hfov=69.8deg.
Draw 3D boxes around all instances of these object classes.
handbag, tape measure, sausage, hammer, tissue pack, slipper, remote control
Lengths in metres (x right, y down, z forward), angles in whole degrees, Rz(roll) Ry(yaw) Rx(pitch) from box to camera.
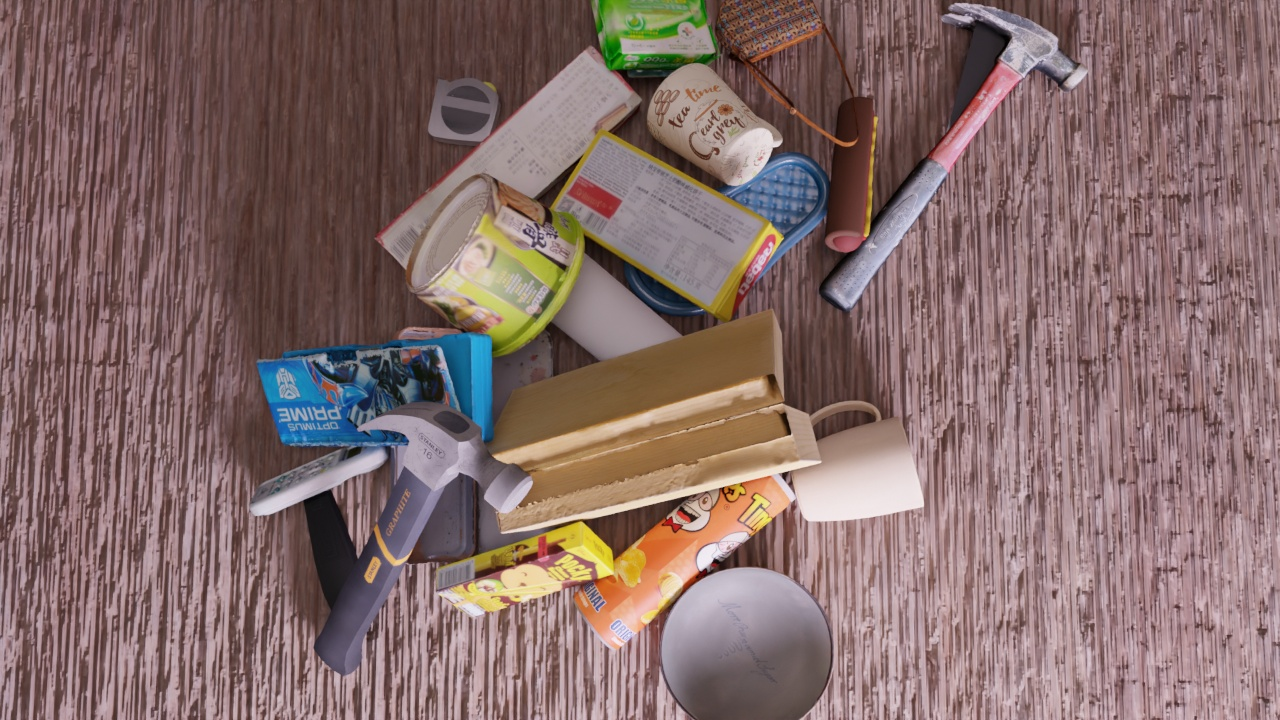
[{"bbox_3d":[0.148,-0.269,0.851,0.093,0.043,0.195,-25,68,-8],"label":"handbag"},{"bbox_3d":[-0.171,-0.242,0.889,0.065,0.017,0.064,10,86,2],"label":"tape measure"},{"bbox_3d":[0.195,-0.171,0.845,0.040,0.040,0.155,9,72,2],"label":"sausage"},{"bbox_3d":[0.271,-0.189,0.865,0.140,0.036,0.326,37,87,3],"label":"hammer"},{"bbox_3d":[0.011,-0.318,0.863,0.113,0.034,0.099,-7,75,-21],"label":"tissue pack"},{"bbox_3d":[-0.207,0.164,0.767,0.139,0.035,0.313,38,121,11],"label":"hammer"},{"bbox_3d":[0.086,-0.117,0.852,0.213,0.059,0.104,-32,87,-3],"label":"slipper"},{"bbox_3d":[-0.288,0.177,0.859,0.039,0.010,0.124,-18,84,0],"label":"remote control"},{"bbox_3d":[-0.294,0.107,0.848,0.133,0.050,0.022,-23,110,0],"label":"remote control"}]

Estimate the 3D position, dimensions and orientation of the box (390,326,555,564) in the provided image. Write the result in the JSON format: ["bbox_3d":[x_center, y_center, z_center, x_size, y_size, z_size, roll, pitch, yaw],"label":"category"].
[{"bbox_3d":[-0.154,0.077,0.847,0.157,0.063,0.216,-1,85,-7],"label":"box"}]

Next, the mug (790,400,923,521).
[{"bbox_3d":[0.188,0.089,0.825,0.104,0.085,0.111,-16,57,11],"label":"mug"}]

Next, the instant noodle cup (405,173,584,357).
[{"bbox_3d":[-0.128,-0.086,0.783,0.098,0.146,0.146,35,86,-32],"label":"instant noodle cup"}]

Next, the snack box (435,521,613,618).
[{"bbox_3d":[-0.102,0.186,0.809,0.149,0.061,0.025,-21,46,16],"label":"snack box"}]

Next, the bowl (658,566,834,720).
[{"bbox_3d":[0.092,0.254,0.819,0.151,0.057,0.150,0,86,1],"label":"bowl"}]

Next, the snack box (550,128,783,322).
[{"bbox_3d":[0.019,-0.122,0.815,0.201,0.042,0.092,34,95,26],"label":"snack box"}]

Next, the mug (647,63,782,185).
[{"bbox_3d":[0.082,-0.212,0.844,0.097,0.121,0.081,48,129,31],"label":"mug"}]

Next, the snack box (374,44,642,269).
[{"bbox_3d":[-0.123,-0.180,0.871,0.273,0.044,0.076,-43,91,-2],"label":"snack box"}]

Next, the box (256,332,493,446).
[{"bbox_3d":[-0.235,0.029,0.786,0.244,0.066,0.091,-4,85,34],"label":"box"}]

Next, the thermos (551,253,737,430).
[{"bbox_3d":[-0.005,0.005,0.842,0.230,0.068,0.101,40,98,3],"label":"thermos"}]

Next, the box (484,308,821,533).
[{"bbox_3d":[0.006,0.061,0.752,0.249,0.140,0.148,-17,90,15],"label":"box"}]

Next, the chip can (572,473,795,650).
[{"bbox_3d":[0.039,0.168,0.825,0.210,0.062,0.062,-40,85,-2],"label":"chip can"}]
